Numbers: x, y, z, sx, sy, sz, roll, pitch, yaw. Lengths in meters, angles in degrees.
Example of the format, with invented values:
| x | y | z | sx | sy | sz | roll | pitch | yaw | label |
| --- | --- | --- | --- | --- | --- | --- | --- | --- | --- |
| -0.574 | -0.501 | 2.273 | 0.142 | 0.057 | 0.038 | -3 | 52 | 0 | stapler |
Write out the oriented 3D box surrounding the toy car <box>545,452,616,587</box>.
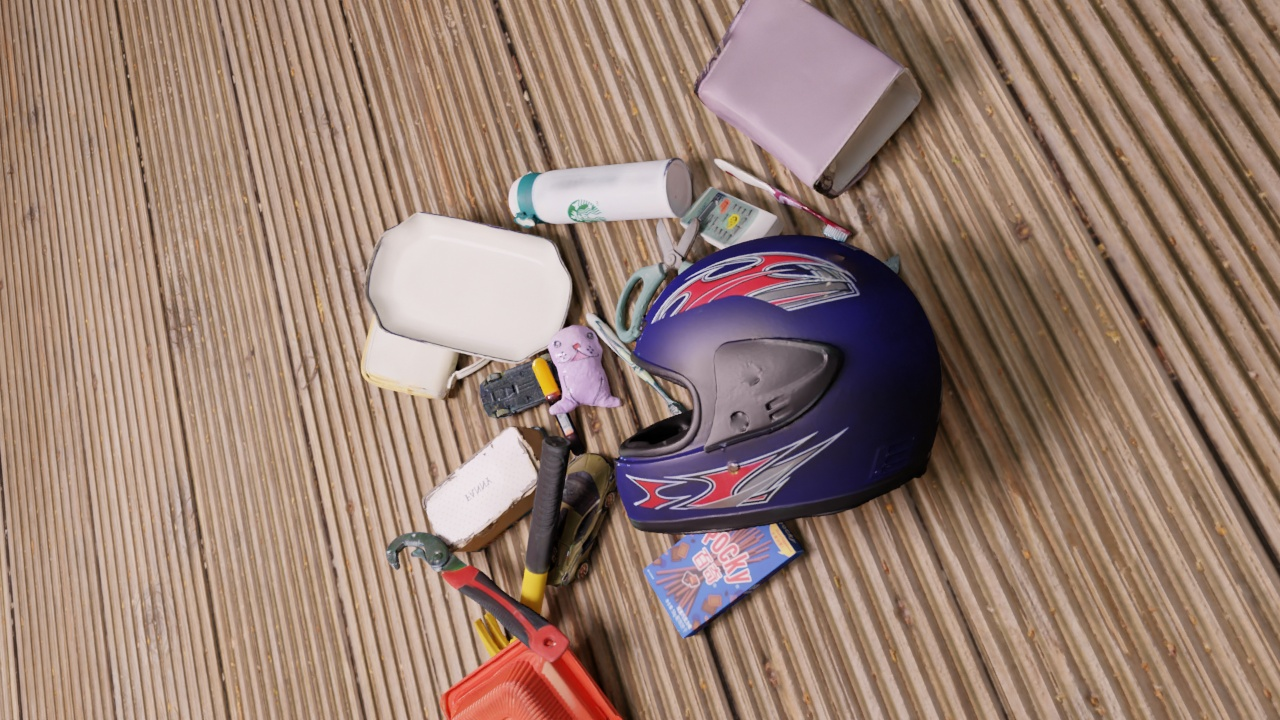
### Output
| x | y | z | sx | sy | sz | roll | pitch | yaw | label |
| --- | --- | --- | --- | --- | --- | --- | --- | --- | --- |
| -0.078 | 0.180 | 1.044 | 0.070 | 0.042 | 0.158 | 21 | 89 | 30 | toy car |

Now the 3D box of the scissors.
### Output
| x | y | z | sx | sy | sz | roll | pitch | yaw | label |
| --- | --- | --- | --- | --- | --- | --- | --- | --- | --- |
| 0.039 | -0.066 | 1.003 | 0.178 | 0.019 | 0.171 | 51 | 121 | 37 | scissors |

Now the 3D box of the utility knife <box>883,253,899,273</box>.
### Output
| x | y | z | sx | sy | sz | roll | pitch | yaw | label |
| --- | --- | --- | --- | --- | --- | --- | --- | --- | --- |
| 0.182 | -0.049 | 0.952 | 0.203 | 0.015 | 0.033 | -34 | 69 | 20 | utility knife |

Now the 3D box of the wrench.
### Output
| x | y | z | sx | sy | sz | roll | pitch | yaw | label |
| --- | --- | --- | --- | --- | --- | --- | --- | --- | --- |
| -0.182 | 0.255 | 1.014 | 0.274 | 0.016 | 0.056 | 21 | 55 | 33 | wrench |

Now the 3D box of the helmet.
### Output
| x | y | z | sx | sy | sz | roll | pitch | yaw | label |
| --- | --- | --- | --- | --- | --- | --- | --- | --- | --- |
| 0.108 | 0.012 | 0.843 | 0.316 | 0.247 | 0.240 | -14 | 92 | 18 | helmet |

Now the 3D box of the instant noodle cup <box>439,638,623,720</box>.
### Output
| x | y | z | sx | sy | sz | roll | pitch | yaw | label |
| --- | --- | --- | --- | --- | --- | --- | --- | --- | --- |
| -0.123 | 0.396 | 0.980 | 0.189 | 0.079 | 0.164 | -40 | 86 | 20 | instant noodle cup |

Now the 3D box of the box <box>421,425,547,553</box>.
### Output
| x | y | z | sx | sy | sz | roll | pitch | yaw | label |
| --- | --- | --- | --- | --- | --- | --- | --- | --- | --- |
| -0.171 | 0.150 | 1.090 | 0.184 | 0.061 | 0.089 | -36 | 67 | 17 | box |

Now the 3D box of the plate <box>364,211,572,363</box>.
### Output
| x | y | z | sx | sy | sz | roll | pitch | yaw | label |
| --- | --- | --- | --- | --- | --- | --- | --- | --- | --- |
| -0.209 | -0.088 | 1.128 | 0.266 | 0.034 | 0.162 | 12 | 84 | 11 | plate |

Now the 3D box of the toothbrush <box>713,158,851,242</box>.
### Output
| x | y | z | sx | sy | sz | roll | pitch | yaw | label |
| --- | --- | --- | --- | --- | --- | --- | --- | --- | --- |
| 0.149 | -0.175 | 0.993 | 0.187 | 0.016 | 0.017 | 37 | 109 | 29 | toothbrush |

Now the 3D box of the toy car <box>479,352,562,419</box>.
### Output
| x | y | z | sx | sy | sz | roll | pitch | yaw | label |
| --- | --- | --- | --- | --- | --- | --- | --- | --- | --- |
| -0.137 | 0.031 | 1.106 | 0.121 | 0.036 | 0.054 | -21 | 76 | 14 | toy car |

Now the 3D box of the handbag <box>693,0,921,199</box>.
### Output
| x | y | z | sx | sy | sz | roll | pitch | yaw | label |
| --- | --- | --- | --- | --- | --- | --- | --- | --- | --- |
| 0.168 | -0.279 | 0.953 | 0.145 | 0.098 | 0.197 | -50 | 63 | 11 | handbag |

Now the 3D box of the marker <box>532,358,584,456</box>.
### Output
| x | y | z | sx | sy | sz | roll | pitch | yaw | label |
| --- | --- | --- | --- | --- | --- | --- | --- | --- | --- |
| -0.095 | 0.055 | 1.070 | 0.018 | 0.015 | 0.124 | -24 | 90 | -1 | marker |

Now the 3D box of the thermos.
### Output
| x | y | z | sx | sy | sz | roll | pitch | yaw | label |
| --- | --- | --- | --- | --- | --- | --- | --- | --- | --- |
| -0.054 | -0.194 | 1.079 | 0.225 | 0.073 | 0.073 | 2 | 82 | 30 | thermos |

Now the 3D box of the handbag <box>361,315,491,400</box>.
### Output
| x | y | z | sx | sy | sz | roll | pitch | yaw | label |
| --- | --- | --- | --- | --- | --- | --- | --- | --- | --- |
| -0.254 | -0.030 | 1.177 | 0.179 | 0.063 | 0.163 | 14 | 88 | 16 | handbag |

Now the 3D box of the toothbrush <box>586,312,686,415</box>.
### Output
| x | y | z | sx | sy | sz | roll | pitch | yaw | label |
| --- | --- | --- | --- | --- | --- | --- | --- | --- | --- |
| -0.006 | 0.006 | 1.046 | 0.016 | 0.018 | 0.191 | -50 | 62 | 13 | toothbrush |

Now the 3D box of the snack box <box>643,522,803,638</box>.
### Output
| x | y | z | sx | sy | sz | roll | pitch | yaw | label |
| --- | --- | --- | --- | --- | --- | --- | --- | --- | --- |
| 0.083 | 0.209 | 0.955 | 0.157 | 0.026 | 0.084 | -42 | 64 | 17 | snack box |

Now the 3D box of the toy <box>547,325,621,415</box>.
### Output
| x | y | z | sx | sy | sz | roll | pitch | yaw | label |
| --- | --- | --- | --- | --- | --- | --- | --- | --- | --- |
| -0.073 | 0.010 | 1.064 | 0.083 | 0.039 | 0.108 | -9 | 74 | -13 | toy |

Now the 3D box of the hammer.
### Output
| x | y | z | sx | sy | sz | roll | pitch | yaw | label |
| --- | --- | --- | --- | --- | --- | --- | --- | --- | --- |
| -0.115 | 0.227 | 1.014 | 0.129 | 0.032 | 0.301 | 21 | 109 | 29 | hammer |

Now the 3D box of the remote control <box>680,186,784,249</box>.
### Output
| x | y | z | sx | sy | sz | roll | pitch | yaw | label |
| --- | --- | --- | --- | --- | --- | --- | --- | --- | --- |
| 0.096 | -0.146 | 0.982 | 0.056 | 0.019 | 0.135 | -50 | 37 | 0 | remote control |
